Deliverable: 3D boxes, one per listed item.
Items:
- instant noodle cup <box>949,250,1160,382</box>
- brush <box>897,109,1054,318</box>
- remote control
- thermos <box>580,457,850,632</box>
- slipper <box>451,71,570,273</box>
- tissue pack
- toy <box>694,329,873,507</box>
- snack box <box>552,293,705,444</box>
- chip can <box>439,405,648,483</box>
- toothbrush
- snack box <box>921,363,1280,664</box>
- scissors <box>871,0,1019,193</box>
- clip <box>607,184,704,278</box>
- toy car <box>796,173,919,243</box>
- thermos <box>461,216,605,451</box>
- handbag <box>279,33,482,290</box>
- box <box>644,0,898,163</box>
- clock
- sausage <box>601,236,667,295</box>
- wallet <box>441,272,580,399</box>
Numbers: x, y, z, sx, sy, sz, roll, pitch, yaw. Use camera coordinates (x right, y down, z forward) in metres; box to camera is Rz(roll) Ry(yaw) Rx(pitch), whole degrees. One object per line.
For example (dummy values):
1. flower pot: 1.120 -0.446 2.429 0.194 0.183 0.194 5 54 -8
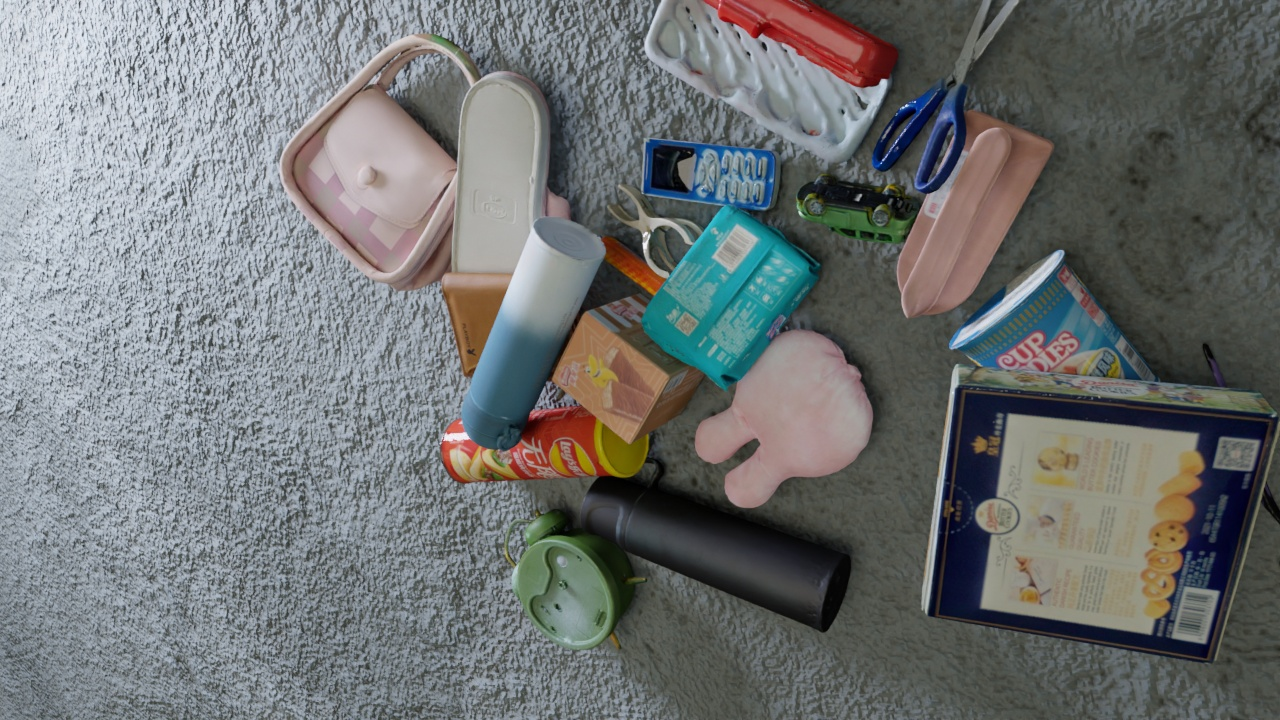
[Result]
1. instant noodle cup: 0.288 -0.004 0.628 0.110 0.099 0.099 46 122 4
2. brush: 0.226 -0.097 0.648 0.063 0.072 0.146 31 119 20
3. remote control: 0.056 -0.156 0.764 0.125 0.024 0.049 13 109 27
4. thermos: 0.064 0.155 0.822 0.243 0.068 0.090 17 89 27
5. slipper: -0.119 -0.128 0.854 0.114 0.054 0.275 12 118 19
6. tissue pack: 0.072 -0.050 0.743 0.093 0.050 0.133 40 95 17
7. toy: 0.117 0.050 0.764 0.160 0.054 0.121 -41 74 28
8. snack box: -0.005 0.005 0.803 0.094 0.092 0.077 38 120 17
9. chip can: -0.098 0.081 0.888 0.217 0.073 0.073 -7 99 36
10. toothbrush: 0.412 0.076 0.616 0.017 0.014 0.189 -23 90 46
11. snack box: 0.288 0.098 0.598 0.183 0.045 0.178 6 113 16
12. scissors: 0.214 -0.191 0.638 0.163 0.012 0.162 -25 48 62
13. clip: 0.022 -0.121 0.791 0.087 0.034 0.104 -37 75 36
14. toy car: 0.163 -0.115 0.697 0.091 0.043 0.036 17 134 18
15. thermos: -0.098 -0.016 0.795 0.070 0.070 0.221 38 123 18
16. handbag: -0.230 -0.205 0.900 0.193 0.093 0.235 45 114 13
17. box: 0.082 -0.233 0.685 0.201 0.095 0.100 35 116 18
18. clock: -0.076 0.217 0.927 0.161 0.056 0.116 29 116 22
19. sausage: 0.022 -0.063 0.812 0.165 0.021 0.021 38 119 18
20. wallet: -0.115 -0.025 0.856 0.131 0.035 0.119 3 113 24
